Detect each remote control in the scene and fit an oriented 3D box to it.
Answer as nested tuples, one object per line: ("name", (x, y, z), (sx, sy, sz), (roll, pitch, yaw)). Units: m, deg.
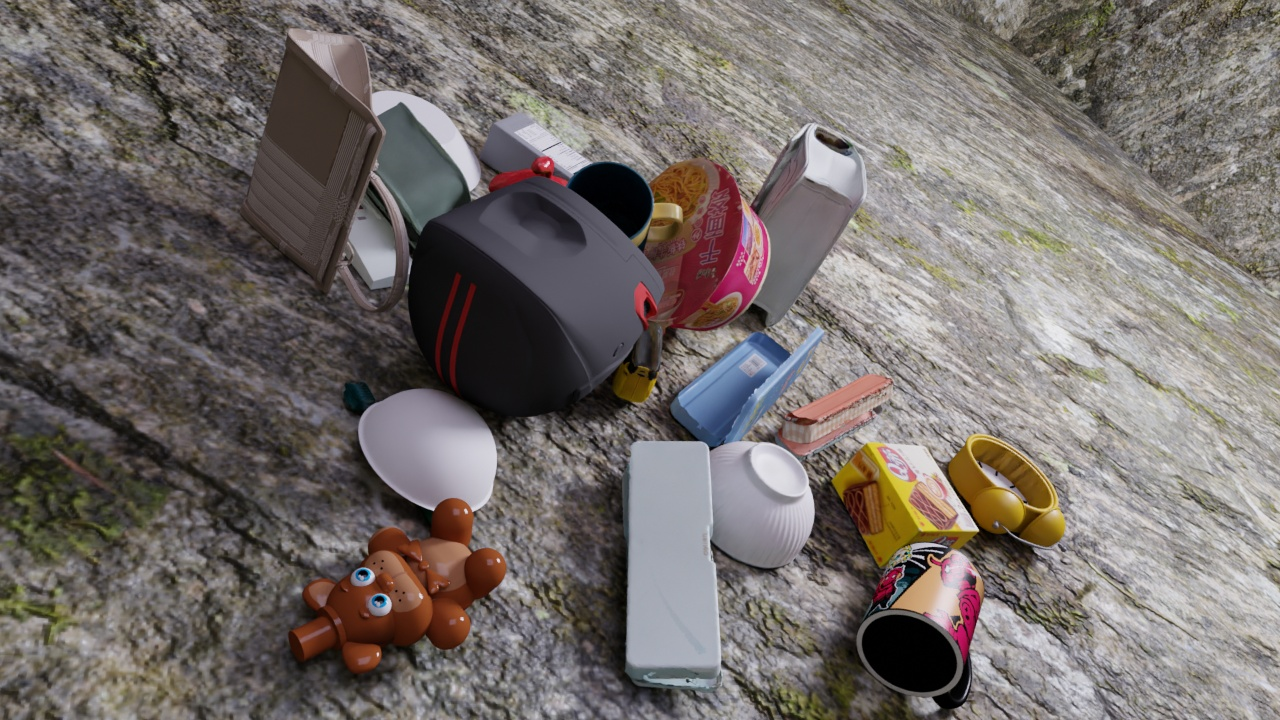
("remote control", (-0.255, -0.124, 0.827), (0.049, 0.024, 0.143), (-17, 58, -47))

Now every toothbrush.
("toothbrush", (-0.165, 0.086, 0.653), (0.189, 0.016, 0.017), (51, 22, 24))

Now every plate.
("plate", (-0.244, -0.239, 0.962), (0.174, 0.036, 0.173), (20, 37, -17))

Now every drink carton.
("drink carton", (-0.108, -0.218, 1.028), (0.125, 0.049, 0.076), (36, 36, 5))

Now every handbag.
("handbag", (0.162, -0.156, 1.032), (0.096, 0.199, 0.141), (25, 35, -8))
("handbag", (-0.209, -0.158, 0.840), (0.067, 0.106, 0.122), (-34, 66, -16))
("handbag", (-0.234, -0.123, 0.718), (0.062, 0.176, 0.198), (-10, 56, -44))

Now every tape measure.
("tape measure", (-0.005, 0.005, 0.831), (0.037, 0.064, 0.065), (17, 46, -9))

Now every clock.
("clock", (0.391, 0.142, 0.981), (0.113, 0.052, 0.151), (20, 33, -17))

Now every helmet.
("helmet", (-0.089, -0.040, 0.715), (0.164, 0.169, 0.265), (36, -7, 13))

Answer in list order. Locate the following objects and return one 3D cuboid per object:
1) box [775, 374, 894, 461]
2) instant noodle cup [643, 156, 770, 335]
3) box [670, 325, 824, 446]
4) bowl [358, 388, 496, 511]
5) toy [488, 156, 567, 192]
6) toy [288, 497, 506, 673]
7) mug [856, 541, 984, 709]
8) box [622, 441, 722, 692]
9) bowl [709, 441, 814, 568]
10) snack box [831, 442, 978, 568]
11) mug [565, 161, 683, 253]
("box", (0.198, 0.061, 0.953), (0.058, 0.062, 0.187), (25, 29, 37))
("instant noodle cup", (0.055, -0.105, 0.931), (0.077, 0.179, 0.178), (23, 33, -41))
("box", (0.109, 0.010, 0.909), (0.074, 0.078, 0.208), (37, 35, 12))
("bowl", (-0.144, 0.055, 0.664), (0.110, 0.041, 0.109), (33, 25, -17))
("toy", (-0.096, -0.137, 0.883), (0.088, 0.133, 0.094), (-10, 62, -31))
("toy", (-0.151, 0.141, 0.563), (0.127, 0.065, 0.095), (-20, 54, -42))
("mug", (0.239, 0.225, 0.752), (0.118, 0.082, 0.098), (61, 36, -7))
("box", (0.020, 0.146, 0.687), (0.083, 0.066, 0.198), (16, 43, -18))
("bowl", (0.103, 0.112, 0.786), (0.118, 0.062, 0.117), (20, 37, -17))
("snack box", (0.248, 0.136, 0.868), (0.083, 0.061, 0.105), (6, 43, -32))
("mug", (-0.017, -0.128, 0.877), (0.113, 0.107, 0.083), (0, 74, -3))
